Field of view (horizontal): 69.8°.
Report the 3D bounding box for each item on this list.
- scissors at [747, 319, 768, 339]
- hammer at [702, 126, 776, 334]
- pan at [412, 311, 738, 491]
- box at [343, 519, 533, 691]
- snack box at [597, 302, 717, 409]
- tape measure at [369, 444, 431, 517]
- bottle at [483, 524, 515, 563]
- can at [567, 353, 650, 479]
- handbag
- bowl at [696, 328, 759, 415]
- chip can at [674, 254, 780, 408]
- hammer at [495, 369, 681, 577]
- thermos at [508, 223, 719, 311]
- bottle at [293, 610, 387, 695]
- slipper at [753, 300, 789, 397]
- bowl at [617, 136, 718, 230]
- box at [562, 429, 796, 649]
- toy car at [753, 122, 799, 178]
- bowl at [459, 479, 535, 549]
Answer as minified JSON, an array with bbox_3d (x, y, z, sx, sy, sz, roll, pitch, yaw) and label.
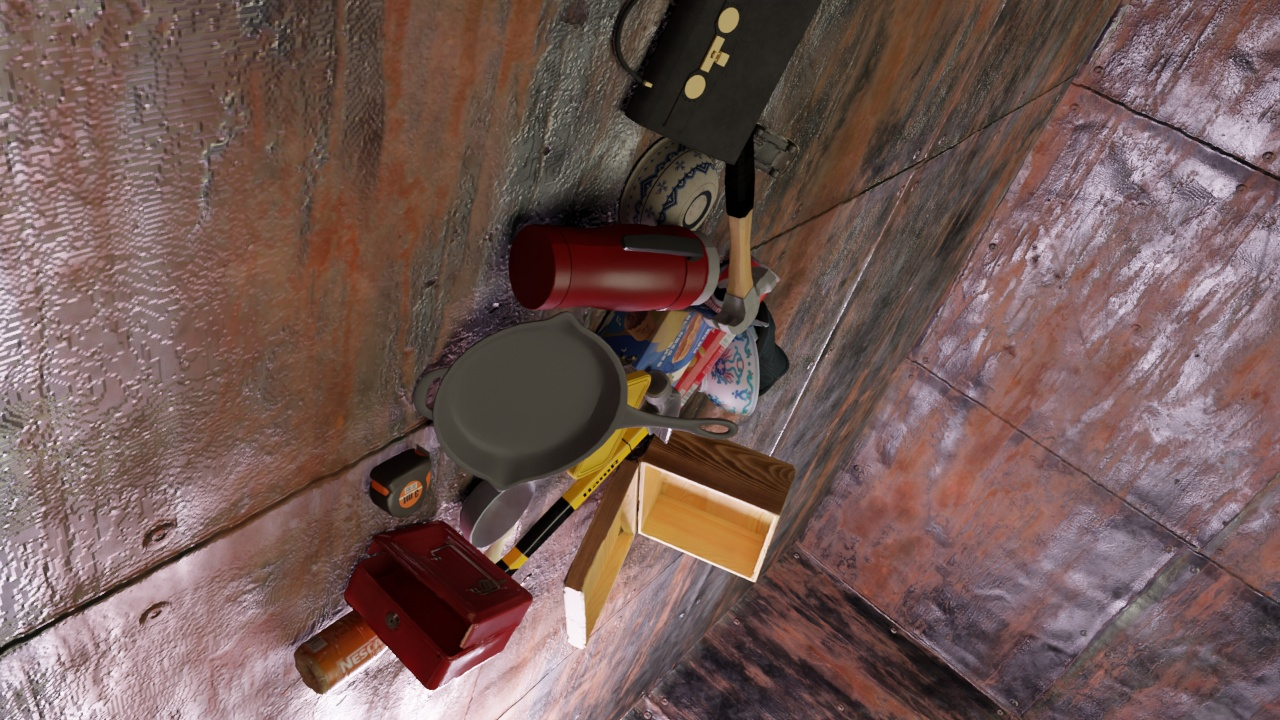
[{"bbox_3d":[0.135,-0.053,1.307,0.095,0.015,0.142,-42,-154,16],"label":"scissors"},{"bbox_3d":[0.114,-0.162,1.056,0.130,0.039,0.329,-51,151,-32],"label":"hammer"},{"bbox_3d":[-0.053,0.048,0.935,0.354,0.024,0.217,9,120,-26],"label":"pan"},{"bbox_3d":[-0.216,0.255,0.981,0.129,0.157,0.098,-6,127,-61],"label":"box"},{"bbox_3d":[-0.007,0.007,1.140,0.203,0.069,0.154,-59,157,15],"label":"snack box"},{"bbox_3d":[-0.236,0.120,0.896,0.058,0.038,0.059,-31,137,-44],"label":"tape measure"},{"bbox_3d":[-0.202,0.274,1.191,0.045,0.045,0.185,-19,141,-56],"label":"bottle"},{"bbox_3d":[-0.069,0.045,1.022,0.075,0.104,0.135,-18,140,-56],"label":"can"},{"bbox_3d":[0.048,-0.286,0.828,0.195,0.072,0.176,-1,126,-51],"label":"handbag"},{"bbox_3d":[0.121,0.013,1.377,0.074,0.143,0.144,-3,142,-10],"label":"bowl"},{"bbox_3d":[0.095,-0.041,1.274,0.233,0.073,0.073,-53,159,3],"label":"chip can"},{"bbox_3d":[-0.066,0.153,1.121,0.324,0.034,0.170,-46,160,-11],"label":"hammer"},{"bbox_3d":[-0.014,-0.092,0.864,0.198,0.084,0.108,-5,165,-40],"label":"thermos"},{"bbox_3d":[-0.296,0.296,1.012,0.166,0.059,0.059,-32,151,-43],"label":"bottle"},{"bbox_3d":[0.194,-0.008,1.454,0.266,0.083,0.108,96,-4,-60],"label":"slipper"},{"bbox_3d":[0.037,-0.172,0.961,0.115,0.059,0.116,-43,157,-24],"label":"bowl"},{"bbox_3d":[0.043,0.310,1.467,0.280,0.286,0.335,91,24,-57],"label":"box"},{"bbox_3d":[0.140,-0.249,1.071,0.112,0.040,0.049,13,121,-44],"label":"toy car"},{"bbox_3d":[-0.176,0.171,1.090,0.106,0.039,0.106,-43,157,-24],"label":"bowl"}]
